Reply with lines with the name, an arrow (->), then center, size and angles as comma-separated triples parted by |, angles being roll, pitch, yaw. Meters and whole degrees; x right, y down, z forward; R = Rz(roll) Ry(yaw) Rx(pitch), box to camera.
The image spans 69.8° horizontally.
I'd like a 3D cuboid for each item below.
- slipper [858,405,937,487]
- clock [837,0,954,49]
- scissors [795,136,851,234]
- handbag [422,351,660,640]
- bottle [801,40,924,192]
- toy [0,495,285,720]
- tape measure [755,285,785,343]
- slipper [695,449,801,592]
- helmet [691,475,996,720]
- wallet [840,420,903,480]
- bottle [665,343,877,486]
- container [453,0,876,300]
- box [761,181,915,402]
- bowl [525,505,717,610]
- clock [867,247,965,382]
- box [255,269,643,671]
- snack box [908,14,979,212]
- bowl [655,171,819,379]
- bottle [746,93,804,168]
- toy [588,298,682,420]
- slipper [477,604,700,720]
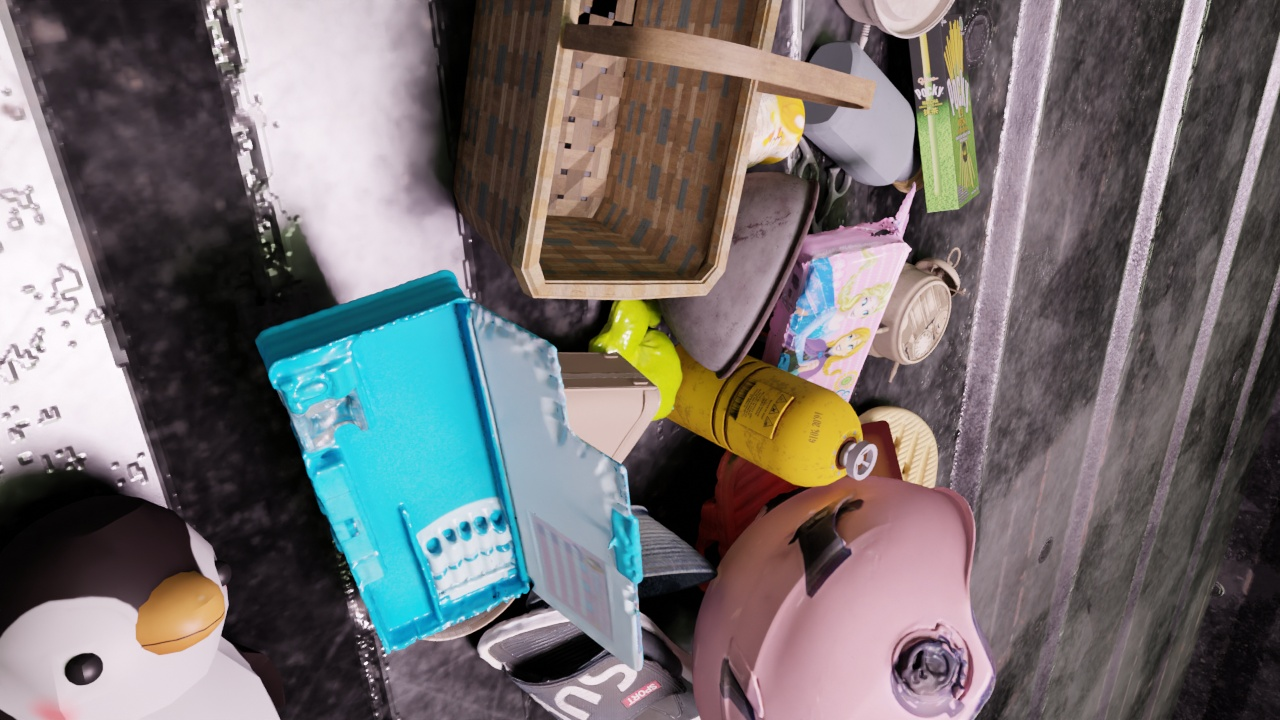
slipper -> 0.200, 0.163, 0.875 | 0.111, 0.079, 0.261 | 30, 68, -19
clock -> 0.196, -0.309, 0.665 | 0.157, 0.061, 0.103 | -53, 136, -1
scissors -> 0.137, -0.099, 0.740 | 0.117, 0.014, 0.161 | 10, 98, -47
handbag -> -0.098, 0.093, 0.564 | 0.175, 0.062, 0.198 | 0, 117, -36
bottle -> 0.182, -0.178, 0.719 | 0.161, 0.046, 0.072 | 23, 82, -47
toy -> -0.246, 0.152, 0.423 | 0.158, 0.140, 0.184 | -46, 135, -67
tape measure -> 0.117, -0.051, 0.725 | 0.058, 0.038, 0.058 | -34, 130, -29
slipper -> 0.088, 0.161, 0.783 | 0.103, 0.059, 0.249 | -31, 129, -33
helmet -> 0.126, 0.188, 0.650 | 0.152, 0.230, 0.255 | 25, 96, -5
wallet -> 0.183, 0.107, 0.830 | 0.115, 0.018, 0.091 | -9, 82, -22
bottle -> 0.090, 0.040, 0.648 | 0.070, 0.164, 0.071 | -21, 122, -37
container -> 0.014, -0.152, 0.466 | 0.157, 0.186, 0.250 | -5, 112, -43
box -> 0.161, -0.025, 0.712 | 0.160, 0.063, 0.231 | -32, 150, -27
bowl -> -0.017, 0.137, 0.655 | 0.137, 0.137, 0.057 | 13, 60, -47
clock -> 0.260, -0.053, 0.853 | 0.140, 0.055, 0.093 | -47, 135, -15
box -> -0.079, 0.065, 0.465 | 0.085, 0.170, 0.228 | -82, 172, -47
snack box -> 0.248, -0.202, 0.746 | 0.080, 0.025, 0.147 | -32, 115, -54
bowl -> 0.055, -0.067, 0.609 | 0.067, 0.145, 0.145 | 25, 90, -3
bottle -> 0.056, -0.154, 0.597 | 0.108, 0.063, 0.063 | -20, 122, -39
toy -> -0.004, 0.004, 0.636 | 0.093, 0.036, 0.094 | 35, 79, -41
slipper -> -0.016, 0.249, 0.690 | 0.111, 0.063, 0.264 | -26, 140, 13
